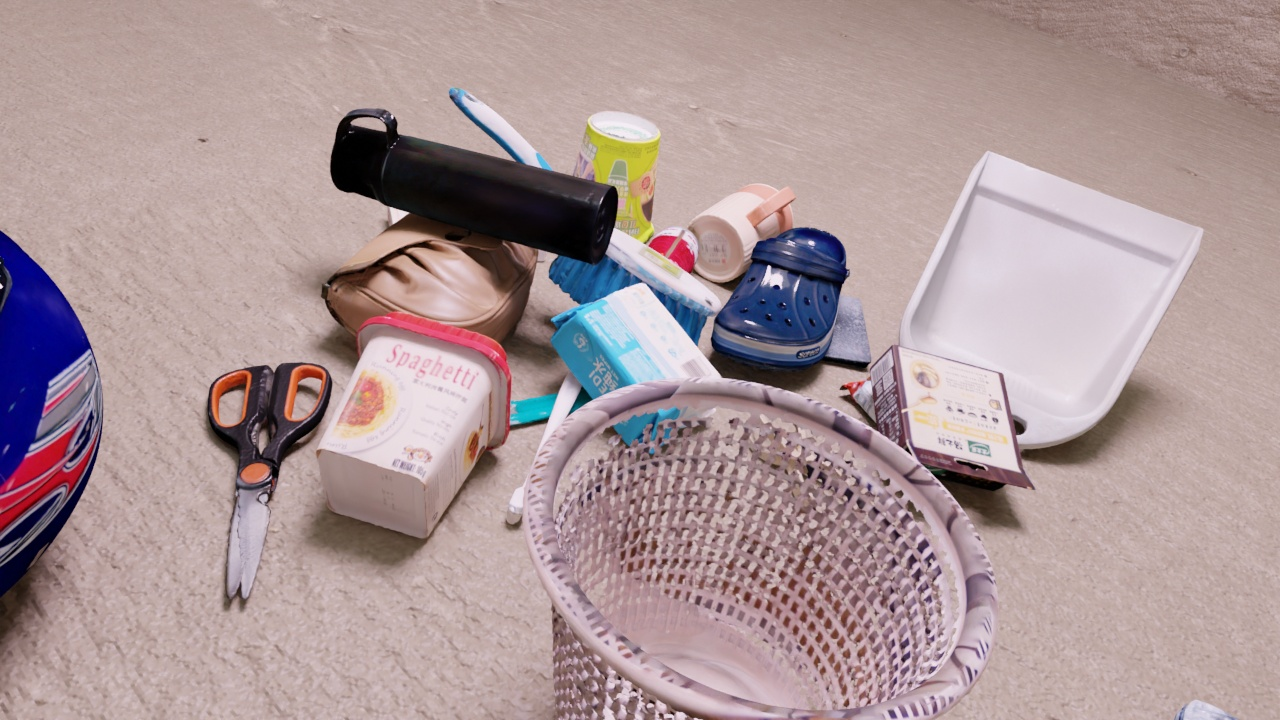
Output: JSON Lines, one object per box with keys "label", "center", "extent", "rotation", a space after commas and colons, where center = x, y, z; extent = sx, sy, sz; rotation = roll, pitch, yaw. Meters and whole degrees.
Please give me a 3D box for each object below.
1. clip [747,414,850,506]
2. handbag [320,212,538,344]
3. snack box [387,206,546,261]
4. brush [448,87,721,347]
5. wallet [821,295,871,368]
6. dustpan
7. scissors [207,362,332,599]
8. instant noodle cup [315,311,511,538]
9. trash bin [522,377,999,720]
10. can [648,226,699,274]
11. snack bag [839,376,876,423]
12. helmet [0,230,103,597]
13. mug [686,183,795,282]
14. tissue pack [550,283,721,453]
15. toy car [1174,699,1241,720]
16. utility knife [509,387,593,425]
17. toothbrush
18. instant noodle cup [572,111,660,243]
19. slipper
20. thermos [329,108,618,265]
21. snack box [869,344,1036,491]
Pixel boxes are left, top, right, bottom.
{"label": "clip", "center": [0.127, 0.077, 0.757], "extent": [0.074, 0.035, 0.100], "rotation": [-11, 46, -31]}
{"label": "handbag", "center": [-0.176, -0.075, 0.815], "extent": [0.148, 0.100, 0.204], "rotation": [20, 31, 1]}
{"label": "snack box", "center": [-0.182, -0.137, 0.963], "extent": [0.156, 0.027, 0.084], "rotation": [-2, 38, -19]}
{"label": "brush", "center": [-0.059, -0.118, 0.834], "extent": [0.314, 0.110, 0.060], "rotation": [33, 31, 0]}
{"label": "wallet", "center": [0.184, -0.037, 0.948], "extent": [0.097, 0.019, 0.120], "rotation": [9, 36, 0]}
{"label": "dustpan", "center": [0.373, -0.050, 0.875], "extent": [0.223, 0.258, 0.142], "rotation": [27, 14, 19]}
{"label": "scissors", "center": [-0.282, 0.078, 0.644], "extent": [0.139, 0.022, 0.234], "rotation": [7, 39, 6]}
{"label": "instant noodle cup", "center": [-0.162, 0.048, 0.649], "extent": [0.116, 0.117, 0.124], "rotation": [16, 48, 5]}
{"label": "trash bin", "center": [0.042, 0.150, 0.486], "extent": [0.227, 0.193, 0.227], "rotation": [8, 35, -6]}
{"label": "can", "center": [0.021, -0.089, 0.936], "extent": [0.053, 0.053, 0.132], "rotation": [18, 35, 8]}
{"label": "snack bag", "center": [0.225, 0.048, 0.832], "extent": [0.045, 0.026, 0.105], "rotation": [-2, 39, -28]}
{"label": "helmet", "center": [-0.422, 0.048, 0.443], "extent": [0.240, 0.248, 0.314], "rotation": [46, 31, -13]}
{"label": "mug", "center": [0.117, -0.146, 1.000], "extent": [0.105, 0.115, 0.081], "rotation": [-36, 91, -44]}
{"label": "tissue pack", "center": [-0.005, 0.004, 0.768], "extent": [0.089, 0.063, 0.140], "rotation": [-27, 74, -43]}
{"label": "toy car", "center": [0.398, 0.260, 0.587], "extent": [0.105, 0.031, 0.048], "rotation": [30, 39, 21]}
{"label": "utility knife", "center": [-0.033, 0.028, 0.791], "extent": [0.218, 0.013, 0.029], "rotation": [-11, 45, -31]}
{"label": "toothbrush", "center": [-0.072, 0.060, 0.722], "extent": [0.016, 0.016, 0.179], "rotation": [25, 39, -4]}
{"label": "instant noodle cup", "center": [-0.028, -0.206, 1.023], "extent": [0.111, 0.124, 0.111], "rotation": [9, 35, -6]}
{"label": "slipper", "center": [0.153, -0.078, 0.906], "extent": [0.105, 0.095, 0.252], "rotation": [17, 36, 18]}
{"label": "thermos", "center": [-0.143, -0.150, 0.775], "extent": [0.242, 0.090, 0.068], "rotation": [16, 56, 9]}
{"label": "snack box", "center": [0.262, 0.056, 0.781], "extent": [0.113, 0.053, 0.125], "rotation": [14, 53, -12]}
